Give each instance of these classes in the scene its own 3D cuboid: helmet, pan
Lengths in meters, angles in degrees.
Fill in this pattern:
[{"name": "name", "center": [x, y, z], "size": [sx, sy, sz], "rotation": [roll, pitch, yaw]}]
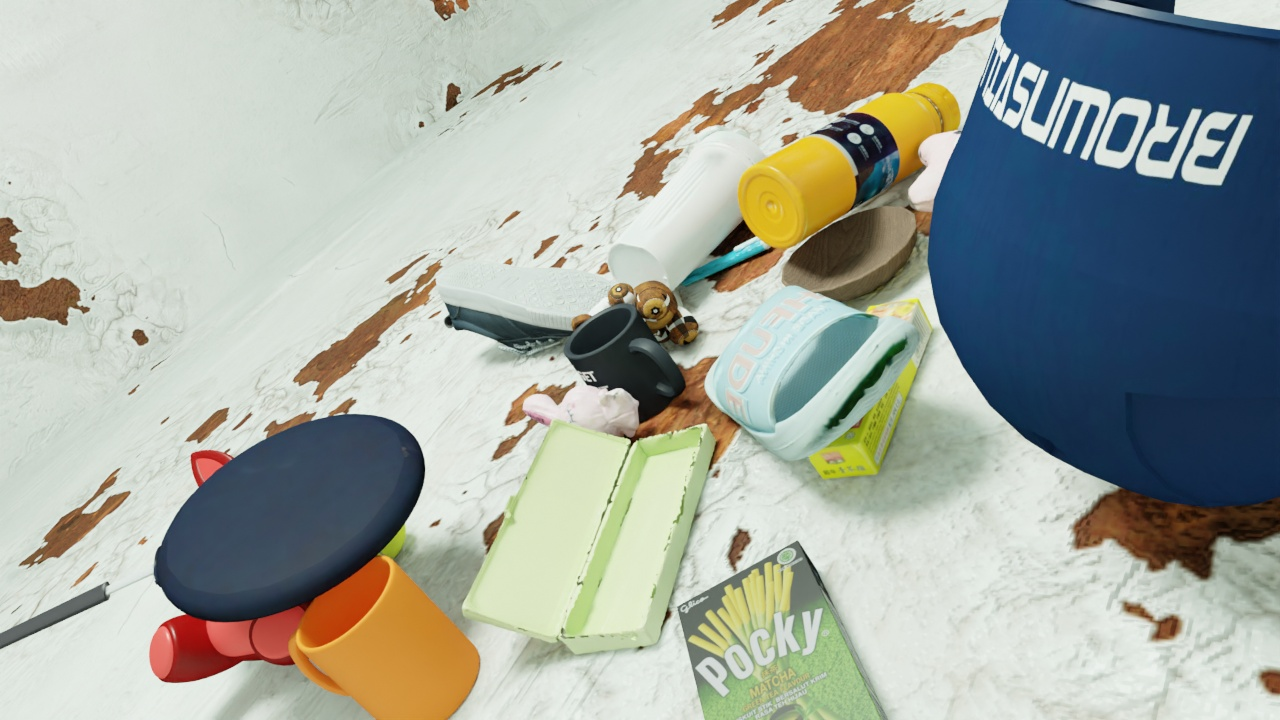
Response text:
[{"name": "helmet", "center": [0.262, -0.049, 0.402], "size": [0.272, 0.223, 0.232], "rotation": [-8, 34, -13]}, {"name": "pan", "center": [-0.324, 0.136, 0.653], "size": [0.356, 0.021, 0.198], "rotation": [-25, 35, -10]}]

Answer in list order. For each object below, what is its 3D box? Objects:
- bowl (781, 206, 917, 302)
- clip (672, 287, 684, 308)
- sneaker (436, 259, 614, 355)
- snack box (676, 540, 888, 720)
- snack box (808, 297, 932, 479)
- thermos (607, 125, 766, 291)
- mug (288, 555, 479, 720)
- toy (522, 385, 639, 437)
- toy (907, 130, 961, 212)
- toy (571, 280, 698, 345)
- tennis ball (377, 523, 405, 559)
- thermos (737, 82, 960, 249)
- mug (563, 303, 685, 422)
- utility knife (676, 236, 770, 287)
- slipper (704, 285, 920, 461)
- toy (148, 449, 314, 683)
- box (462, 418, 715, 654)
[{"name": "bowl", "center": [0.175, -0.081, 0.753], "size": [0.118, 0.030, 0.117], "rotation": [-27, 26, 14]}, {"name": "clip", "center": [0.012, -0.064, 0.926], "size": [0.054, 0.040, 0.101], "rotation": [-18, 33, 4]}, {"name": "sneaker", "center": [-0.120, -0.049, 0.991], "size": [0.236, 0.087, 0.089], "rotation": [11, 38, 27]}, {"name": "snack box", "center": [0.071, 0.163, 0.464], "size": [0.080, 0.025, 0.147], "rotation": [-31, 26, 7]}, {"name": "snack box", "center": [0.155, 0.016, 0.613], "size": [0.040, 0.029, 0.147], "rotation": [-11, 34, 41]}, {"name": "thermos", "center": [0.056, -0.153, 0.928], "size": [0.100, 0.099, 0.219], "rotation": [-4, 35, 46]}, {"name": "mug", "center": [-0.182, 0.198, 0.619], "size": [0.113, 0.096, 0.077], "rotation": [-25, 27, 19]}, {"name": "toy", "center": [-0.050, 0.051, 0.754], "size": [0.110, 0.063, 0.047], "rotation": [-13, 34, 43]}, {"name": "toy", "center": [0.272, -0.158, 0.752], "size": [0.096, 0.053, 0.098], "rotation": [-1, 43, 29]}, {"name": "toy", "center": [-0.013, -0.032, 0.835], "size": [0.113, 0.087, 0.067], "rotation": [-33, 48, 19]}, {"name": "tennis ball", "center": [-0.239, 0.150, 0.802], "size": [0.065, 0.065, 0.065], "rotation": [-27, 27, 15]}, {"name": "thermos", "center": [0.187, -0.179, 0.817], "size": [0.232, 0.076, 0.092], "rotation": [-33, 16, -29]}, {"name": "mug", "center": [-0.005, 0.005, 0.763], "size": [0.071, 0.077, 0.105], "rotation": [-47, 28, -24]}, {"name": "utility knife", "center": [0.077, -0.096, 0.915], "size": [0.124, 0.015, 0.022], "rotation": [-24, 23, 26]}, {"name": "slipper", "center": [0.090, 0.001, 0.610], "size": [0.104, 0.074, 0.245], "rotation": [-49, 12, -7]}, {"name": "toy", "center": [-0.317, 0.154, 0.753], "size": [0.159, 0.120, 0.197], "rotation": [-15, 69, 19]}, {"name": "box", "center": [-0.028, 0.115, 0.639], "size": [0.141, 0.047, 0.187], "rotation": [2, 39, 15]}]
